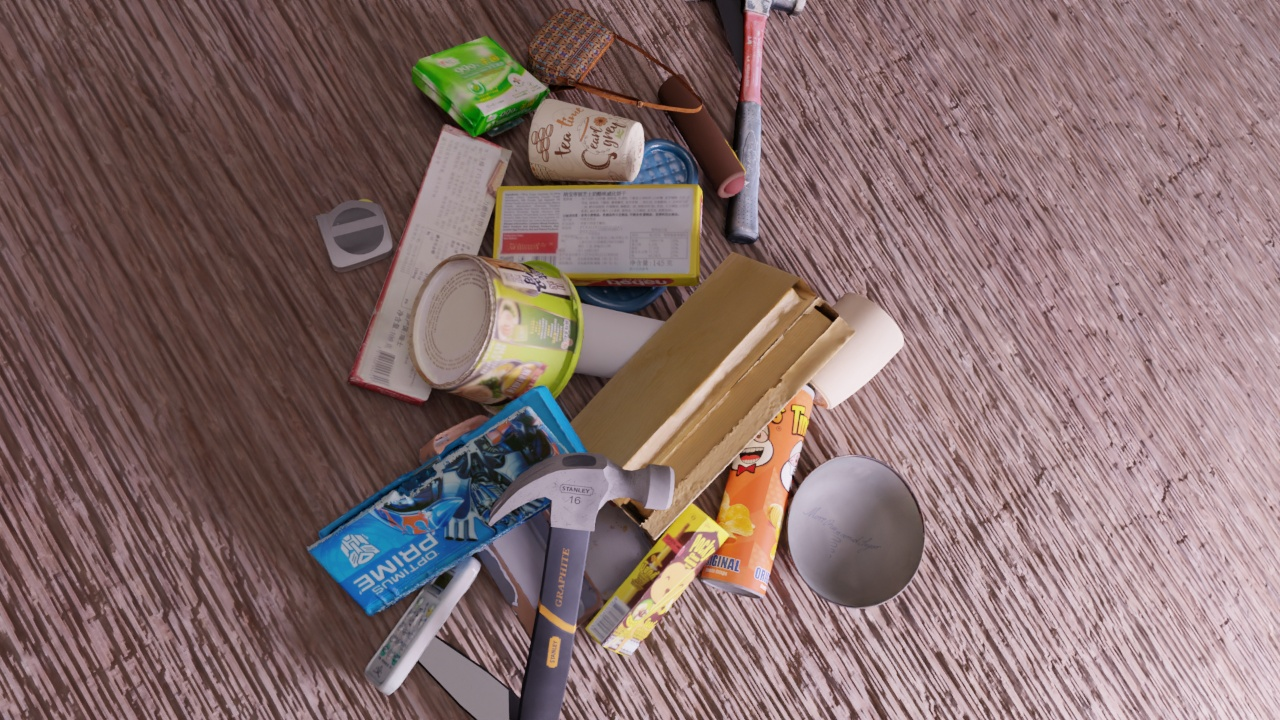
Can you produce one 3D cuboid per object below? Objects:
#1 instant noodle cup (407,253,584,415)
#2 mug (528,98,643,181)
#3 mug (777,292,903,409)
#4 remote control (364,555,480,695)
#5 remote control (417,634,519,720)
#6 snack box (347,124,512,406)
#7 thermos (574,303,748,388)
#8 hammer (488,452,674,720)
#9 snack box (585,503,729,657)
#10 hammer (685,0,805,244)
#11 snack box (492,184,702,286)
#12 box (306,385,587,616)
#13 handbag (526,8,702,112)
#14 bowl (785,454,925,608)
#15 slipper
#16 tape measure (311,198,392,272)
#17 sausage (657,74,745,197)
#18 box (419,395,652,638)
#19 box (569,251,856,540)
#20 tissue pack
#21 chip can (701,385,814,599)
[{"bbox_3d":[-0.131,-0.027,0.805,0.097,0.146,0.146,16,68,-48],"label":"instant noodle cup"},{"bbox_3d":[-0.045,-0.222,0.938,0.097,0.121,0.081,11,114,15],"label":"mug"},{"bbox_3d":[0.197,-0.014,0.958,0.111,0.085,0.104,39,79,27],"label":"mug"},{"bbox_3d":[-0.189,0.229,0.807,0.022,0.050,0.133,46,68,-27],"label":"remote control"},{"bbox_3d":[-0.153,0.289,0.819,0.125,0.010,0.039,41,70,-1],"label":"remote control"},{"bbox_3d":[-0.202,-0.094,0.889,0.076,0.044,0.272,20,73,-15],"label":"snack box"},{"bbox_3d":[-0.005,0.005,0.904,0.229,0.069,0.101,11,85,-13],"label":"thermos"},{"bbox_3d":[-0.065,0.224,0.762,0.139,0.035,0.313,7,108,-6],"label":"hammer"},{"bbox_3d":[0.017,0.202,0.839,0.149,0.061,0.025,-50,54,-3],"label":"snack box"},{"bbox_3d":[0.112,-0.287,1.025,0.140,0.036,0.325,8,74,-14],"label":"hammer"},{"bbox_3d":[-0.041,-0.121,0.888,0.201,0.042,0.092,1,83,9],"label":"snack box"},{"bbox_3d":[-0.161,0.123,0.770,0.244,0.066,0.091,-33,87,13],"label":"box"},{"bbox_3d":[-0.023,-0.301,0.968,0.196,0.043,0.093,26,63,11],"label":"handbag"},{"bbox_3d":[0.205,0.172,0.919,0.150,0.057,0.150,4,76,-15],"label":"bowl"},{"bbox_3d":[0.004,-0.141,0.946,0.104,0.059,0.213,28,69,-9],"label":"slipper"},{"bbox_3d":[-0.277,-0.123,0.889,0.065,0.017,0.064,-19,82,-18],"label":"tape measure"},{"bbox_3d":[0.067,-0.240,0.979,0.040,0.040,0.155,-21,68,-19],"label":"sausage"},{"bbox_3d":[-0.091,0.138,0.856,0.156,0.063,0.216,-31,85,-28],"label":"box"},{"bbox_3d":[0.060,0.033,0.824,0.148,0.141,0.248,44,85,-6],"label":"box"},{"bbox_3d":[-0.161,-0.278,0.930,0.099,0.034,0.113,43,48,9],"label":"tissue pack"},{"bbox_3d":[0.117,0.123,0.905,0.062,0.062,0.210,21,72,-9],"label":"chip can"}]
